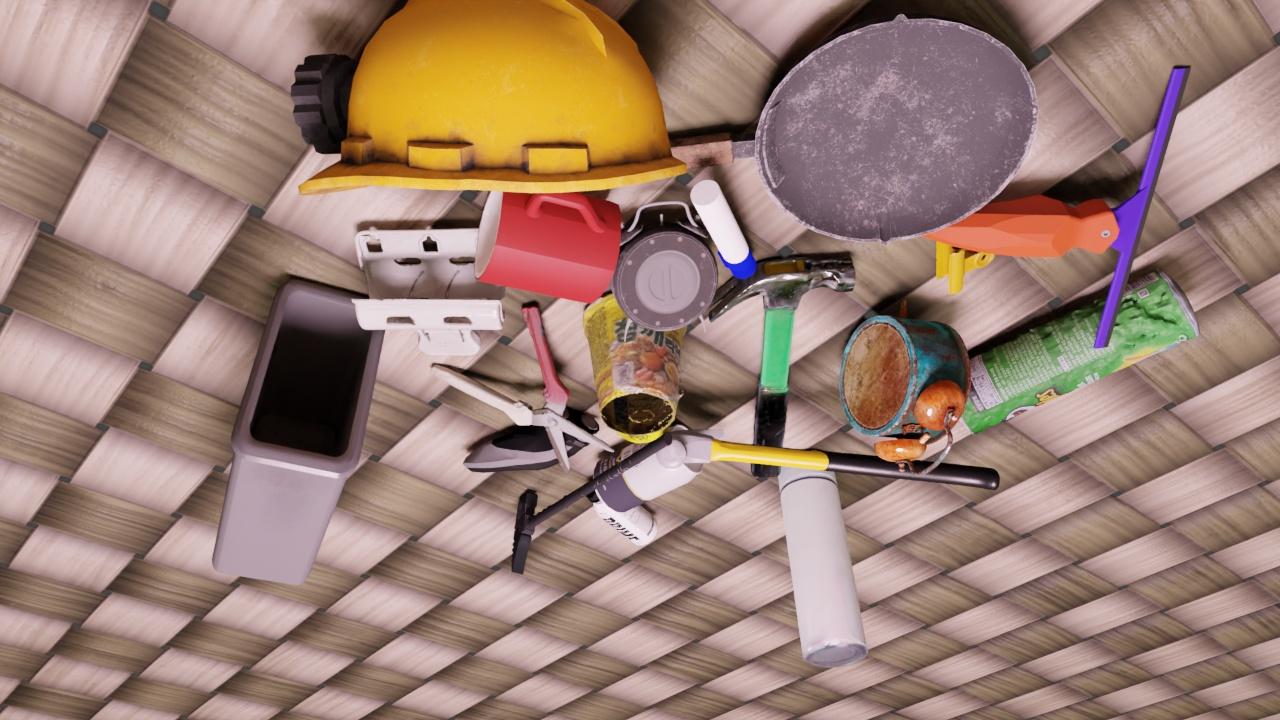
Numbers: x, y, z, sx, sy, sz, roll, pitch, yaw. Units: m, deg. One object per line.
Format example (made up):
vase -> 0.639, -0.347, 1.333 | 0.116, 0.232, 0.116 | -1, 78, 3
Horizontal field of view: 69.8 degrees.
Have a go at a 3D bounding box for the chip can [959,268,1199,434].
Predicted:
chip can -> 0.406, -0.007, 0.878 | 0.224, 0.075, 0.075 | -29, 132, 27

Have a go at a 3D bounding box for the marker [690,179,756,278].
marker -> 0.068, -0.105, 0.749 | 0.027, 0.023, 0.133 | 25, 171, 25

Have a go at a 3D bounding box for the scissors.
scissors -> -0.119, 0.032, 0.904 | 0.179, 0.015, 0.199 | 2, 122, 13

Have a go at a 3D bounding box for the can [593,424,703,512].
can -> 0.012, 0.116, 1.003 | 0.128, 0.064, 0.064 | -29, 132, 27

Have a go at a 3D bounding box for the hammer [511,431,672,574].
hammer -> -0.059, 0.141, 0.953 | 0.015, 0.094, 0.326 | 20, 146, -24

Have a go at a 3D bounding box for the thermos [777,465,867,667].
thermos -> 0.193, 0.209, 0.993 | 0.068, 0.229, 0.068 | -2, 141, -2

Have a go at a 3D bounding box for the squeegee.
squeegee -> 0.323, -0.110, 0.755 | 0.185, 0.055, 0.250 | 2, 124, 7

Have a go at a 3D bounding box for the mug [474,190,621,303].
mug -> -0.069, -0.100, 0.722 | 0.096, 0.080, 0.117 | 11, 159, -21

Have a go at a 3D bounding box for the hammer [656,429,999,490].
hammer -> 0.181, 0.099, 0.901 | 0.324, 0.029, 0.127 | 5, -177, 7

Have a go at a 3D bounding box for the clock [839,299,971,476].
clock -> 0.252, 0.032, 0.849 | 0.073, 0.157, 0.122 | 7, 138, -21

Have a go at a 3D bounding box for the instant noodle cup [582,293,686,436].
instant noodle cup -> -0.005, 0.005, 0.841 | 0.102, 0.108, 0.102 | -2, 141, -1

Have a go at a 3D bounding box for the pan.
pan -> 0.112, -0.169, 0.704 | 0.357, 0.040, 0.208 | -2, 141, 10

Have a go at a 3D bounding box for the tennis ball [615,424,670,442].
tennis ball -> 0.001, 0.051, 0.926 | 0.065, 0.065, 0.065 | -2, 139, -2

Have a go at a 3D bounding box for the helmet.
helmet -> -0.098, -0.178, 0.596 | 0.256, 0.204, 0.131 | 2, 105, 15

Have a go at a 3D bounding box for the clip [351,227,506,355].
clip -> -0.179, -0.044, 0.802 | 0.126, 0.110, 0.151 | 1, 128, 0

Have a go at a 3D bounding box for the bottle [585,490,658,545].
bottle -> -0.025, 0.178, 1.090 | 0.041, 0.041, 0.116 | -24, 135, 23

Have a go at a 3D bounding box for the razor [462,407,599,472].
razor -> -0.121, 0.093, 0.983 | 0.156, 0.057, 0.060 | -26, 102, 23

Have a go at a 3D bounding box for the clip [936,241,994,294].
clip -> 0.287, -0.087, 0.814 | 0.048, 0.046, 0.054 | 10, 143, 25

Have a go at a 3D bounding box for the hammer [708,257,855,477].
hammer -> 0.133, 0.022, 0.928 | 0.130, 0.032, 0.319 | -4, 139, 1

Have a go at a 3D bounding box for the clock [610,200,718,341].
clock -> 0.019, -0.078, 0.784 | 0.091, 0.043, 0.123 | -7, 111, -8

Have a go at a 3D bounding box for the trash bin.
trash bin -> -0.315, 0.072, 0.841 | 0.097, 0.191, 0.220 | 15, 137, -20
